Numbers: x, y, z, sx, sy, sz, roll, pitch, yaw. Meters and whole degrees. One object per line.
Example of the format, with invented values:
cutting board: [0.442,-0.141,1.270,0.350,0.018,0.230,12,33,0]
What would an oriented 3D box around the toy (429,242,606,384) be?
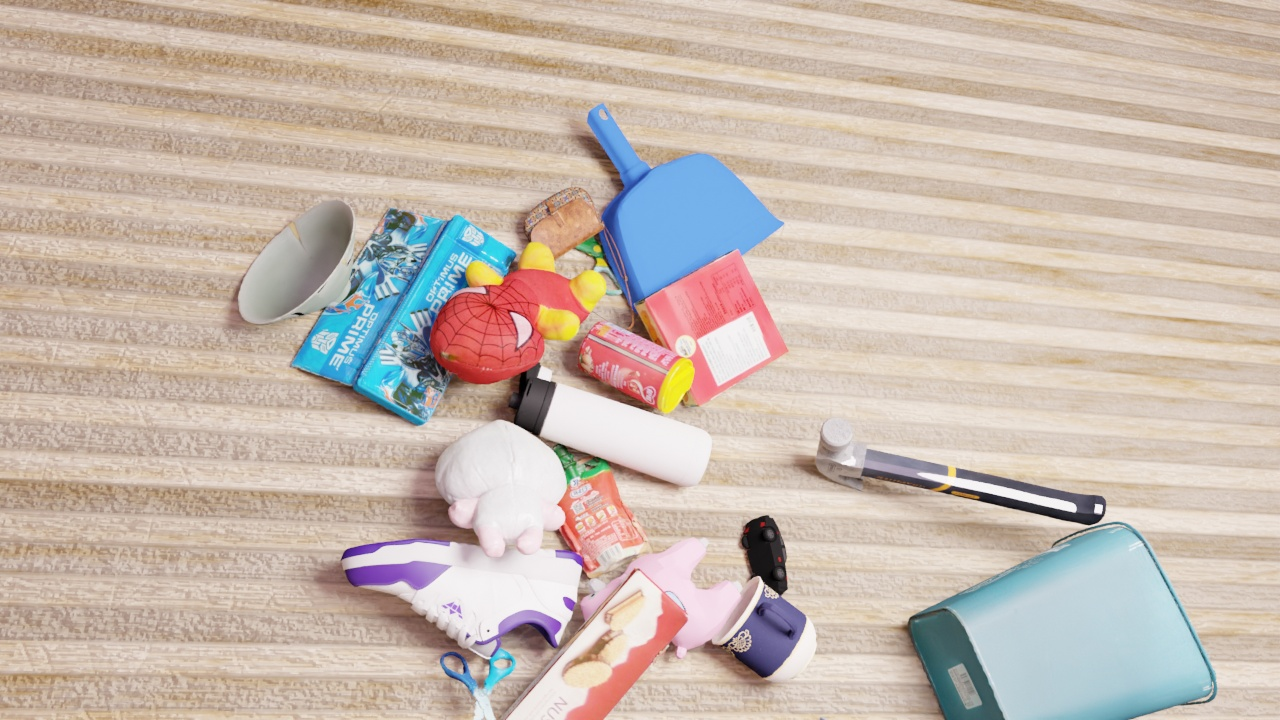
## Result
toy: [-0.143,-0.047,1.026,0.147,0.099,0.215,25,43,25]

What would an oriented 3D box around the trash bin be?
trash bin: [0.435,0.309,0.989,0.218,0.197,0.199,-16,71,-11]

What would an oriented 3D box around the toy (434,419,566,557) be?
toy: [-0.140,0.137,0.951,0.138,0.102,0.179,4,33,-17]

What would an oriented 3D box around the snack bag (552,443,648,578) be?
snack bag: [-0.058,0.159,1.023,0.087,0.044,0.155,-25,71,-17]

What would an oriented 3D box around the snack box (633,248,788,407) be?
snack box: [0.087,-0.039,1.107,0.144,0.040,0.142,-30,98,-21]

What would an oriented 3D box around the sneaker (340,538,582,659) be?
sneaker: [-0.182,0.245,0.936,0.244,0.092,0.111,7,73,-12]

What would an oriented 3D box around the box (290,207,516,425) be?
box: [-0.268,-0.067,1.057,0.175,0.060,0.243,24,65,-1]

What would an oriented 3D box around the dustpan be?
dustpan: [0.022,-0.217,1.162,0.245,0.060,0.257,-36,97,-24]

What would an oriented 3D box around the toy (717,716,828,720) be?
toy: [0.136,0.458,0.906,0.191,0.099,0.223,16,52,1]

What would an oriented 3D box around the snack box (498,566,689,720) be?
snack box: [-0.067,0.332,0.907,0.076,0.044,0.272,43,80,3]

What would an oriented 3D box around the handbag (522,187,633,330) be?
handbag: [-0.067,-0.117,1.107,0.093,0.043,0.195,-32,74,5]

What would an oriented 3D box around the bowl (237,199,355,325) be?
bowl: [-0.366,-0.096,1.038,0.175,0.068,0.173,-20,47,23]

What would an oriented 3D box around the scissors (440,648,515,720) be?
scissors: [-0.166,0.330,0.900,0.083,0.016,0.134,9,25,-8]

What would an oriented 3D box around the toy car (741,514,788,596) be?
toy car: [0.146,0.222,1.037,0.036,0.042,0.091,3,66,-38]

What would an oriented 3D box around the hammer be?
hammer: [0.355,0.134,1.032,0.313,0.139,0.035,11,65,12]

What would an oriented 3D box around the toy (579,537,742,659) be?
toy: [0.021,0.259,0.982,0.157,0.067,0.123,-33,80,-17]

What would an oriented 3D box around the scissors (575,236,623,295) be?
scissors: [-0.059,-0.130,1.154,0.131,0.012,0.108,17,66,-6]

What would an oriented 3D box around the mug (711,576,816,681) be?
mug: [0.141,0.288,0.971,0.089,0.112,0.085,37,60,2]

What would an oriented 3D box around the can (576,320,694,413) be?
can: [-0.006,0.006,1.057,0.124,0.067,0.066,26,63,22]

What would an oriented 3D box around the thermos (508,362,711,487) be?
thermos: [-0.034,0.068,1.049,0.230,0.069,0.101,19,40,-6]
